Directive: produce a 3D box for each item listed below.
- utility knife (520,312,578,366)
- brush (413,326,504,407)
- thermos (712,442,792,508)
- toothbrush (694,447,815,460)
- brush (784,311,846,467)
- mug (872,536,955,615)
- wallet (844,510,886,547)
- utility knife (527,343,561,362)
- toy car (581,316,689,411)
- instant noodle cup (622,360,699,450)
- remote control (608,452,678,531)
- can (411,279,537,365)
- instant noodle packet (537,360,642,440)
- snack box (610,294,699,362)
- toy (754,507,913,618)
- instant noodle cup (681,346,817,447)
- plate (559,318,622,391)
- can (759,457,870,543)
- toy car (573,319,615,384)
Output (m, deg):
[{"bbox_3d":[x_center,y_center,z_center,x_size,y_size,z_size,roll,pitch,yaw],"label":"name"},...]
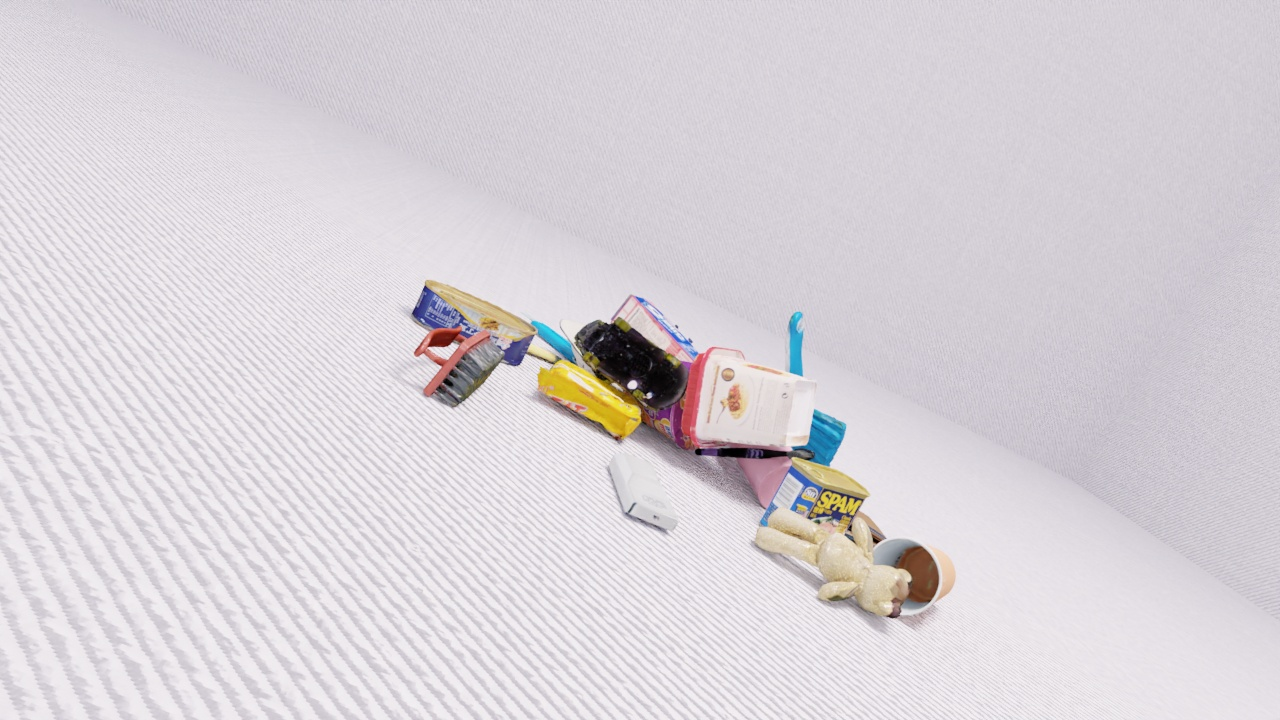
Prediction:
[{"bbox_3d":[-0.122,-0.030,1.331,0.034,0.018,0.182,12,18,-47],"label":"utility knife"},{"bbox_3d":[-0.183,-0.005,0.929,0.069,0.063,0.145,40,8,-4],"label":"brush"},{"bbox_3d":[0.140,0.113,1.142,0.067,0.087,0.198,38,11,-27],"label":"thermos"},{"bbox_3d":[0.127,0.109,1.071,0.016,0.014,0.189,-6,0,-40],"label":"toothbrush"},{"bbox_3d":[0.206,0.061,1.133,0.109,0.060,0.315,34,-28,18],"label":"brush"},{"bbox_3d":[0.292,0.227,0.974,0.078,0.078,0.122,33,7,31],"label":"mug"},{"bbox_3d":[0.258,0.201,1.124,0.090,0.033,0.115,29,9,-4],"label":"wallet"},{"bbox_3d":[-0.181,-0.034,1.201,0.183,0.019,0.031,29,4,-24],"label":"utility knife"},{"bbox_3d":[-0.006,0.006,1.087,0.158,0.070,0.042,37,-9,34],"label":"toy car"},{"bbox_3d":[0.039,0.046,1.138,0.099,0.111,0.111,18,3,38],"label":"instant noodle cup"},{"bbox_3d":[0.001,0.123,0.878,0.049,0.024,0.125,24,11,-16],"label":"remote control"},{"bbox_3d":[-0.203,-0.046,1.120,0.148,0.049,0.074,25,10,-14],"label":"can"},{"bbox_3d":[-0.059,0.043,1.062,0.128,0.044,0.110,31,4,-1],"label":"instant noodle packet"},{"bbox_3d":[0.044,-0.006,1.283,0.207,0.058,0.057,48,19,28],"label":"snack box"},{"bbox_3d":[0.188,0.198,0.902,0.157,0.066,0.104,27,42,19],"label":"toy"},{"bbox_3d":[0.127,0.049,1.049,0.124,0.116,0.116,10,2,29],"label":"instant noodle cup"},{"bbox_3d":[-0.032,0.012,1.250,0.163,0.034,0.164,11,31,-51],"label":"plate"},{"bbox_3d":[0.189,0.161,0.997,0.102,0.083,0.057,18,13,-38],"label":"can"},{"bbox_3d":[-0.047,-0.010,1.159,0.105,0.048,0.032,54,0,43],"label":"toy car"}]
